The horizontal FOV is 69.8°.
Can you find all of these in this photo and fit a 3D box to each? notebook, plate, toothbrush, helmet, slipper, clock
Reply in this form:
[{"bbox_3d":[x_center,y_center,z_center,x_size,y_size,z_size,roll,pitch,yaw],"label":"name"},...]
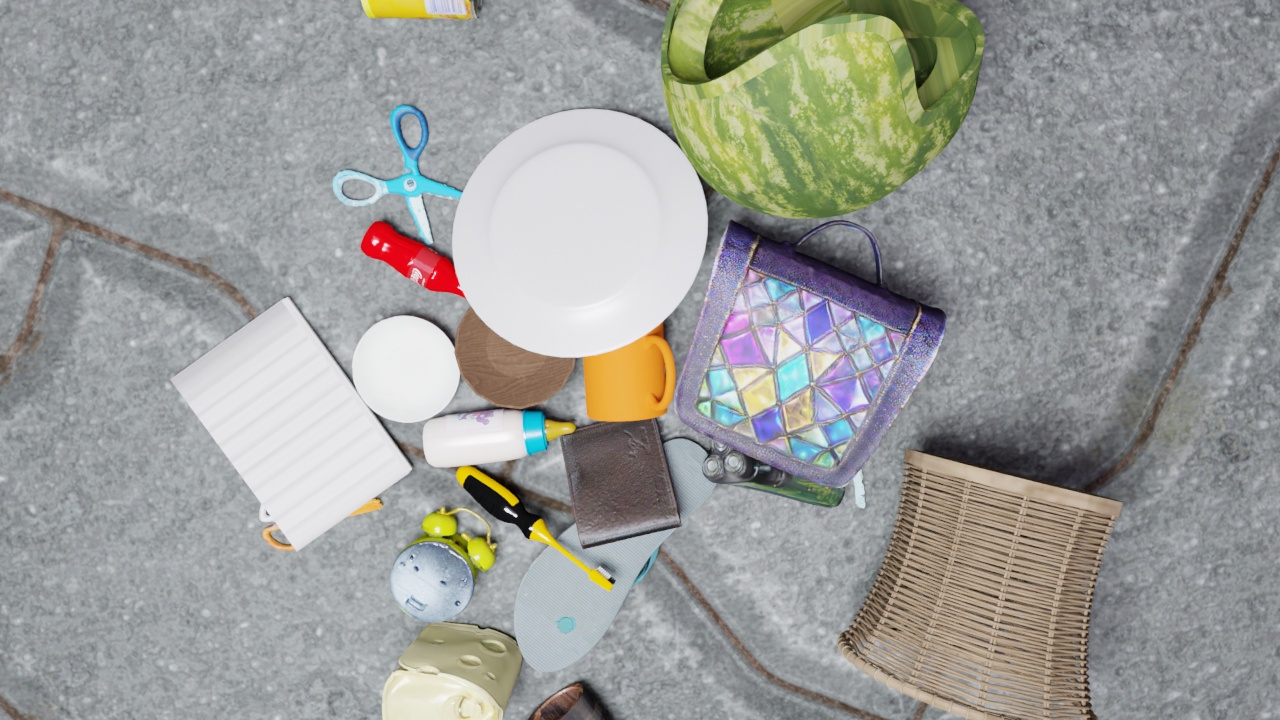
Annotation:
[{"bbox_3d":[-0.343,0.063,0.906,0.142,0.009,0.210,-35,93,3],"label":"notebook"},{"bbox_3d":[-0.060,-0.122,0.843,0.243,0.016,0.242,-2,78,10],"label":"plate"},{"bbox_3d":[-0.104,0.161,0.886,0.197,0.030,0.031,34,128,19],"label":"toothbrush"},{"bbox_3d":[0.145,-0.231,0.768,0.246,0.212,0.244,19,138,-40],"label":"helmet"},{"bbox_3d":[-0.032,0.185,0.915,0.098,0.055,0.268,40,84,0],"label":"slipper"},{"bbox_3d":[-0.194,0.200,0.907,0.083,0.057,0.119,35,96,-3],"label":"clock"},{"bbox_3d":[-0.227,0.007,0.898,0.104,0.026,0.104,0,98,0],"label":"plate"}]

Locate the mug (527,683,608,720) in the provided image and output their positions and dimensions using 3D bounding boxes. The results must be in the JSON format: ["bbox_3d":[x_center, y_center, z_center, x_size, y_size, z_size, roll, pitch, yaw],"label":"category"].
[{"bbox_3d":[-0.071,0.400,0.929,0.116,0.079,0.107,-32,95,30],"label":"mug"}]

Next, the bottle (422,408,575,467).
[{"bbox_3d":[-0.136,0.073,0.894,0.146,0.051,0.051,-7,97,1],"label":"bottle"}]

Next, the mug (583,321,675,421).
[{"bbox_3d":[-0.005,0.005,0.858,0.077,0.113,0.096,-8,98,-35],"label":"mug"}]

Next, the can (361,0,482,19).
[{"bbox_3d":[-0.201,-0.345,0.834,0.105,0.067,0.067,1,97,0],"label":"can"}]

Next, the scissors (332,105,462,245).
[{"bbox_3d":[-0.225,-0.182,0.883,0.134,0.011,0.138,14,96,1],"label":"scissors"}]

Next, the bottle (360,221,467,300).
[{"bbox_3d":[-0.208,-0.091,0.881,0.119,0.036,0.036,30,96,-4],"label":"bottle"}]

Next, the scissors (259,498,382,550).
[{"bbox_3d":[-0.321,0.152,0.924,0.128,0.013,0.064,-13,97,2],"label":"scissors"}]

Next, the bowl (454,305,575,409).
[{"bbox_3d":[-0.120,-0.013,0.892,0.118,0.030,0.118,0,96,-3],"label":"bowl"}]

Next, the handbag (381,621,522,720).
[{"bbox_3d":[-0.178,0.312,0.892,0.111,0.119,0.081,5,96,3],"label":"handbag"}]

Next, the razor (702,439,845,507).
[{"bbox_3d":[0.133,0.113,0.894,0.151,0.067,0.054,21,94,-11],"label":"razor"}]

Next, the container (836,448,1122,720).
[{"bbox_3d":[0.314,0.199,0.832,0.227,0.227,0.196,14,90,-2],"label":"container"}]

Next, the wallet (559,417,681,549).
[{"bbox_3d":[-0.021,0.114,0.887,0.099,0.031,0.119,-13,66,2],"label":"wallet"}]

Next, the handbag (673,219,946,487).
[{"bbox_3d":[0.147,-0.021,0.834,0.205,0.125,0.222,24,103,2],"label":"handbag"}]

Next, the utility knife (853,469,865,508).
[{"bbox_3d":[0.213,0.061,0.913,0.022,0.015,0.181,-9,99,8],"label":"utility knife"}]
